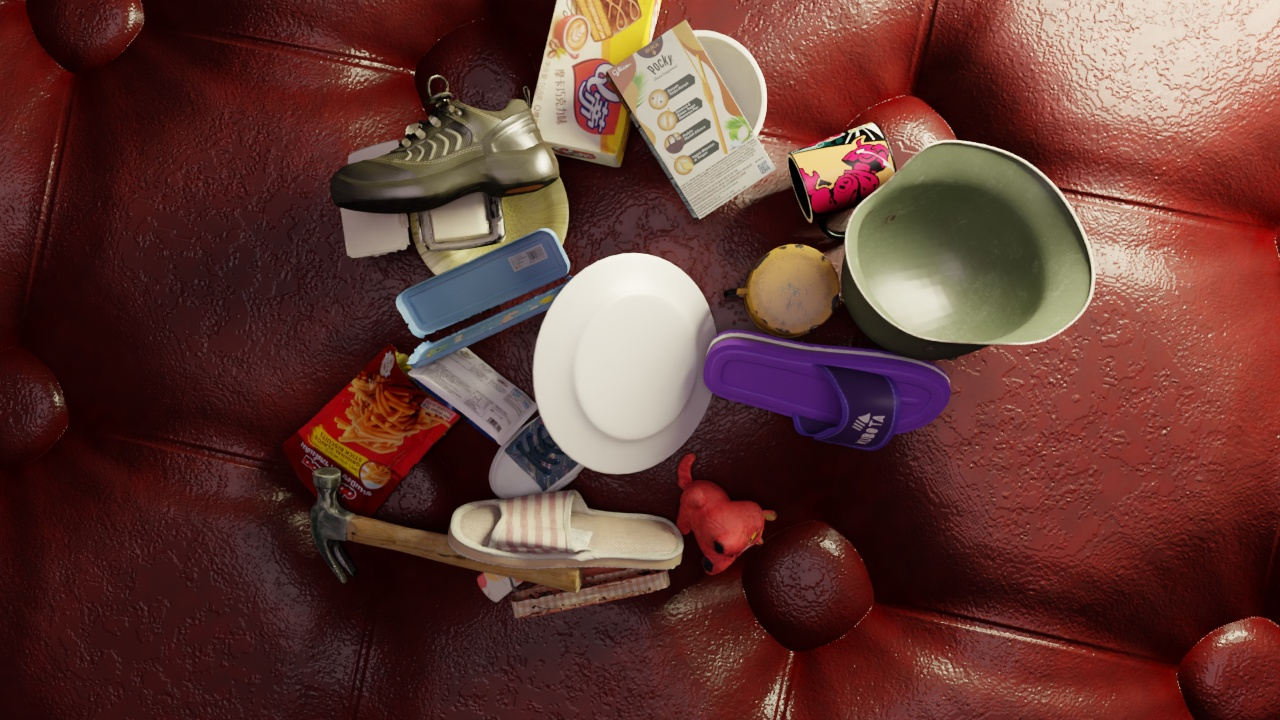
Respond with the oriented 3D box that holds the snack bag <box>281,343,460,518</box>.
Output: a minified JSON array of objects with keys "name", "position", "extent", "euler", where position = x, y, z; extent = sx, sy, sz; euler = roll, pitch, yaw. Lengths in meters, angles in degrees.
[{"name":"snack bag","position":[-0.319,0.091,1.088],"extent":[0.208,0.066,0.139],"euler":[-44,93,13]}]

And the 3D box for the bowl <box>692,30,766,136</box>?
[{"name":"bowl","position":[0.066,-0.293,1.043],"extent":[0.149,0.043,0.149],"euler":[-1,97,-5]}]

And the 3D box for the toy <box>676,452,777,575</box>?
[{"name":"toy","position":[0.090,0.167,1.052],"extent":[0.093,0.088,0.133],"euler":[-18,67,-27]}]

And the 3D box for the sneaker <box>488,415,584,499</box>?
[{"name":"sneaker","position":[-0.081,0.079,1.046],"extent":[0.235,0.079,0.087],"euler":[-44,87,4]}]

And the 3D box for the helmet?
[{"name":"helmet","position":[0.310,-0.090,0.963],"extent":[0.267,0.154,0.227],"euler":[-11,72,-23]}]

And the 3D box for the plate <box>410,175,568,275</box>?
[{"name":"plate","position":[-0.173,-0.167,1.071],"extent":[0.184,0.036,0.184],"euler":[0,91,5]}]

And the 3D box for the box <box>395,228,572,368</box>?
[{"name":"box","position":[-0.179,-0.070,1.017],"extent":[0.209,0.085,0.073],"euler":[-23,117,14]}]

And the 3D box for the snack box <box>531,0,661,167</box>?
[{"name":"snack box","position":[-0.049,-0.347,1.046],"extent":[0.110,0.061,0.230],"euler":[14,92,3]}]

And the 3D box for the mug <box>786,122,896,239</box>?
[{"name":"mug","position":[0.229,-0.193,1.025],"extent":[0.098,0.081,0.118],"euler":[-19,117,4]}]

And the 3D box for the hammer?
[{"name":"hammer","position":[-0.226,0.215,1.044],"extent":[0.331,0.033,0.132],"euler":[10,105,13]}]

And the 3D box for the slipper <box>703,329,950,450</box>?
[{"name":"slipper","position":[0.198,0.044,0.995],"extent":[0.266,0.083,0.107],"euler":[12,130,3]}]

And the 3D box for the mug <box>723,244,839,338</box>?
[{"name":"mug","position":[0.155,-0.076,1.018],"extent":[0.124,0.094,0.100],"euler":[-1,91,4]}]

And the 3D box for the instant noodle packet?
[{"name":"instant noodle packet","position":[-0.190,0.034,1.055],"extent":[0.134,0.086,0.026],"euler":[37,129,3]}]

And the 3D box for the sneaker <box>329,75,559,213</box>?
[{"name":"sneaker","position":[-0.212,-0.237,0.960],"extent":[0.237,0.101,0.143],"euler":[-12,94,-12]}]

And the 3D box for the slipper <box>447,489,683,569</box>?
[{"name":"slipper","position":[-0.077,0.186,1.011],"extent":[0.262,0.115,0.052],"euler":[7,115,-12]}]

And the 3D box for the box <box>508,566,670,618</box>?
[{"name":"box","position":[-0.059,0.249,1.051],"extent":[0.187,0.056,0.070],"euler":[-12,72,-2]}]

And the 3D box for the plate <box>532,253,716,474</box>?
[{"name":"plate","position":[-0.006,0.006,0.996],"extent":[0.242,0.016,0.242],"euler":[-6,100,-34]}]

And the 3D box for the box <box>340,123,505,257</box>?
[{"name":"box","position":[-0.247,-0.191,1.035],"extent":[0.187,0.058,0.144],"euler":[-7,89,2]}]

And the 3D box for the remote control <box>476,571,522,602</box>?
[{"name":"remote control","position":[-0.139,0.236,1.083],"extent":[0.125,0.018,0.038],"euler":[-40,91,5]}]

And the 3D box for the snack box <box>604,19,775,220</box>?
[{"name":"snack box","position":[0.055,-0.261,1.006],"extent":[0.101,0.031,0.186],"euler":[-33,99,-1]}]
